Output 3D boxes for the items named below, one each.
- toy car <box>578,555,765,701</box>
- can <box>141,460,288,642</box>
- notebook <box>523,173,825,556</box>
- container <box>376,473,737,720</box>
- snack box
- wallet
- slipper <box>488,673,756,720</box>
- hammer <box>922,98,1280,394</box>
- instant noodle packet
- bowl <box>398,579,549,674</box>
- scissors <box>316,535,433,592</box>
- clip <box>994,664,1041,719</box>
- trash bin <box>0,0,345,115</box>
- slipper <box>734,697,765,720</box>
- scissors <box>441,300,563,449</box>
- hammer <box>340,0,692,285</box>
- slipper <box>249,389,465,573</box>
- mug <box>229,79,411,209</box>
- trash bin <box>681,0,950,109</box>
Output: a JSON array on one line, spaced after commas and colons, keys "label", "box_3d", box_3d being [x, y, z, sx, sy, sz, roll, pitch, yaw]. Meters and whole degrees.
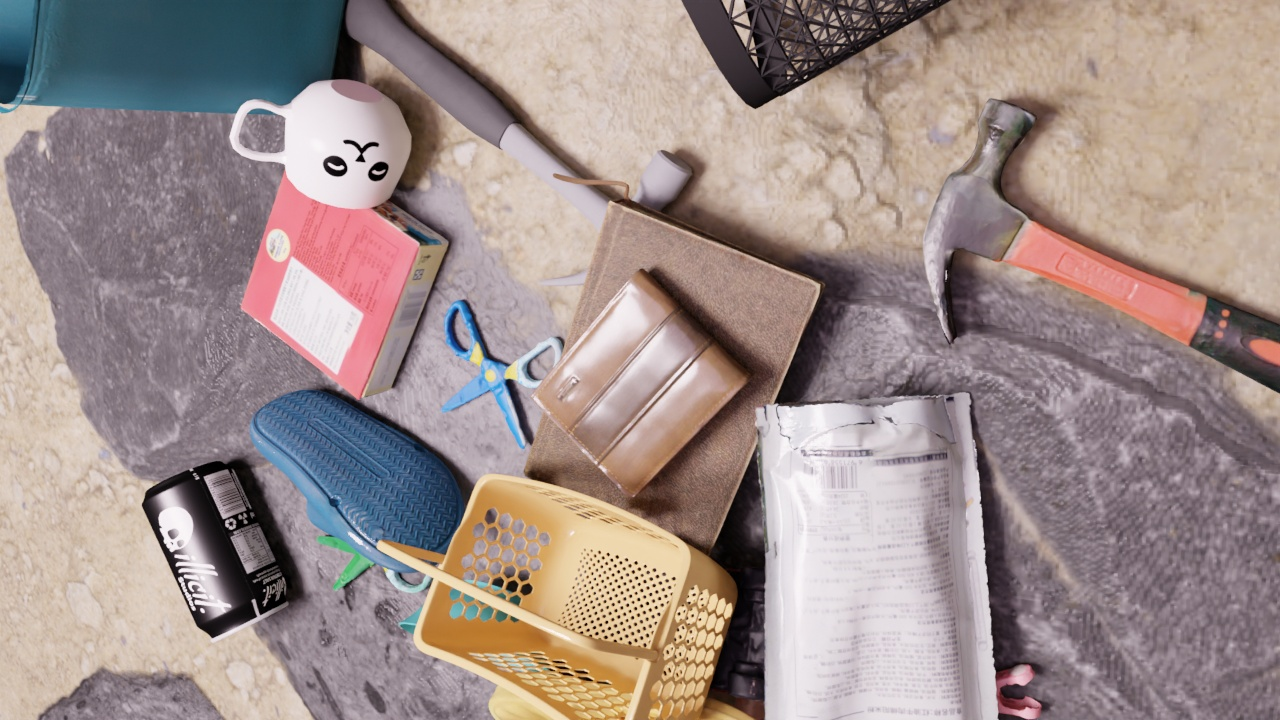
[{"label": "toy car", "box_3d": [0.037, 0.182, 0.629, 0.190, 0.056, 0.081, -3, 69, 33]}, {"label": "can", "box_3d": [-0.381, 0.170, 0.826, 0.080, 0.080, 0.146, -27, 88, 28]}, {"label": "notebook", "box_3d": [-0.002, 0.005, 0.614, 0.190, 0.034, 0.216, 25, 113, 9]}, {"label": "container", "box_3d": [-0.053, 0.145, 0.566, 0.184, 0.167, 0.129, 12, 78, 39]}, {"label": "snack box", "box_3d": [-0.240, -0.068, 0.733, 0.145, 0.040, 0.143, 34, 113, 17]}, {"label": "wallet", "box_3d": [-0.002, 0.018, 0.585, 0.098, 0.026, 0.121, 44, 116, 4]}, {"label": "slipper", "box_3d": [-0.012, 0.280, 0.639, 0.264, 0.078, 0.099, -4, 131, 39]}, {"label": "hammer", "box_3d": [0.309, -0.013, 0.482, 0.333, 0.033, 0.133, 29, 110, 18]}, {"label": "instant noodle packet", "box_3d": [0.141, 0.156, 0.555, 0.147, 0.057, 0.269, -3, 91, -3]}, {"label": "bowl", "box_3d": [-0.121, 0.201, 0.710, 0.121, 0.121, 0.046, 5, 62, 25]}, {"label": "scissors", "box_3d": [-0.227, 0.171, 0.790, 0.117, 0.012, 0.130, 49, 115, 10]}, {"label": "clip", "box_3d": [0.224, 0.211, 0.574, 0.059, 0.023, 0.050, -42, 80, 21]}, {"label": "trash bin", "box_3d": [-0.341, -0.267, 0.630, 0.199, 0.218, 0.197, 27, 110, 29]}, {"label": "slipper", "box_3d": [0.152, 0.292, 0.604, 0.221, 0.055, 0.107, 40, 116, 15]}, {"label": "scissors", "box_3d": [-0.109, 0.008, 0.701, 0.130, 0.013, 0.125, -23, 88, 30]}, {"label": "hammer", "box_3d": [-0.111, -0.171, 0.657, 0.311, 0.029, 0.125, 41, 114, 14]}, {"label": "slipper", "box_3d": [-0.225, 0.094, 0.734, 0.214, 0.103, 0.059, 34, 134, 24]}, {"label": "mug", "box_3d": [-0.230, -0.163, 0.666, 0.090, 0.123, 0.076, 59, 136, 44]}, {"label": "trash bin", "box_3d": [0.130, -0.270, 0.428, 0.244, 0.216, 0.217, -18, 92, 21]}]
